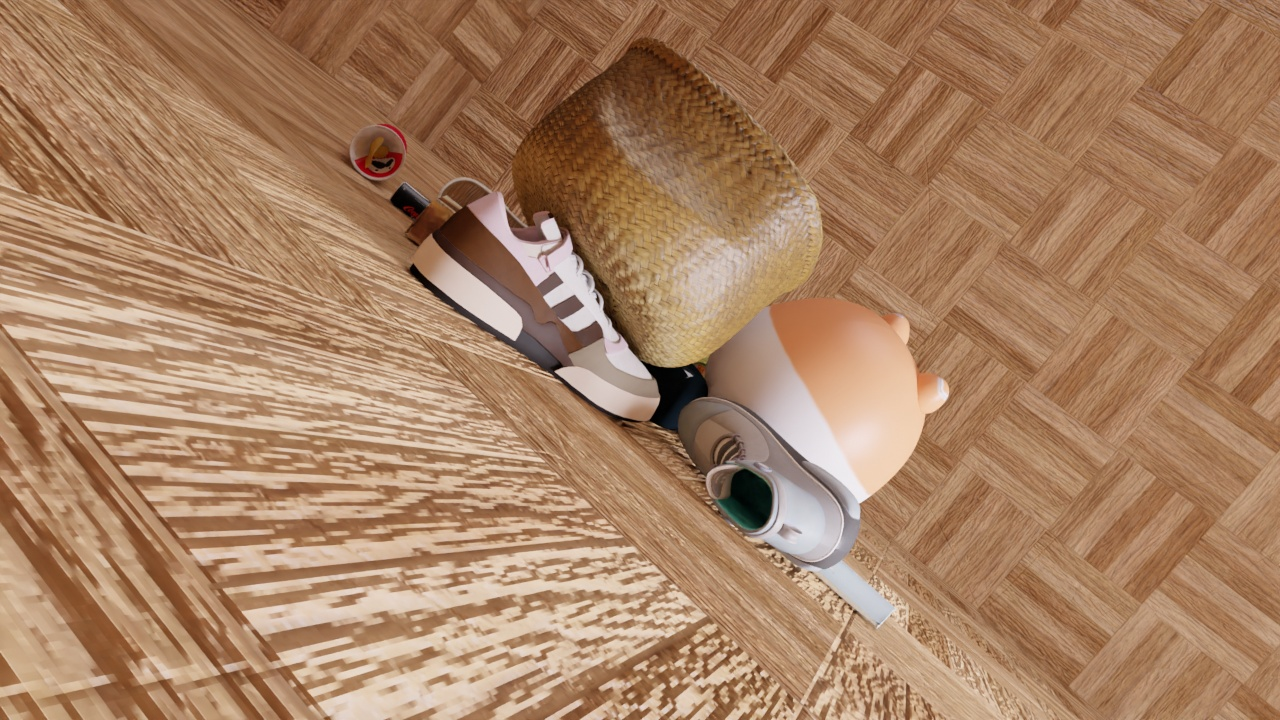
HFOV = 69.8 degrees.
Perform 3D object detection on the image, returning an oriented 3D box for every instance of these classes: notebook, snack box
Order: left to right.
[{"bbox_3d":[-0.164,-0.105,1.057,0.207,0.055,0.153,39,4,-13],"label":"snack box"},{"bbox_3d":[0.214,0.234,1.063,0.181,0.009,0.253,41,4,22],"label":"notebook"}]

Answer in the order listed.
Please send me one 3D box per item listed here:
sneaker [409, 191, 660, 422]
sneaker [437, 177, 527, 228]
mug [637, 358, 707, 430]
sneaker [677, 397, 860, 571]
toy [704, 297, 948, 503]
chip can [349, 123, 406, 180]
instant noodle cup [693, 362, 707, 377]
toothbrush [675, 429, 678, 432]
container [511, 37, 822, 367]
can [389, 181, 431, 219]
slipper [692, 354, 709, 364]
[{"bbox_3d":[-0.070,-0.053,0.877,0.293,0.116,0.111,37,4,-30],"label":"sneaker"},{"bbox_3d":[-0.161,-0.137,1.302,0.294,0.120,0.127,37,-19,0],"label":"sneaker"},{"bbox_3d":[0.027,0.039,1.113,0.094,0.085,0.122,43,-24,40],"label":"mug"},{"bbox_3d":[0.090,0.104,0.914,0.160,0.093,0.257,23,13,-46],"label":"sneaker"},{"bbox_3d":[0.219,0.052,1.124,0.266,0.281,0.262,53,15,-40],"label":"toy"},{"bbox_3d":[-0.360,-0.292,1.273,0.069,0.069,0.220,38,4,-20],"label":"chip can"},{"bbox_3d":[0.100,0.056,1.516,0.100,0.100,0.112,39,-4,1],"label":"instant noodle cup"},{"bbox_3d":[0.029,0.067,1.222,0.166,0.014,0.016,42,4,40],"label":"toothbrush"},{"bbox_3d":[0.013,-0.142,0.950,0.307,0.196,0.307,49,-11,13],"label":"container"},{"bbox_3d":[-0.273,-0.187,1.153,0.080,0.031,0.031,39,4,-11],"label":"can"},{"bbox_3d":[0.037,-0.017,1.411,0.190,0.082,0.092,17,13,-45],"label":"slipper"}]
